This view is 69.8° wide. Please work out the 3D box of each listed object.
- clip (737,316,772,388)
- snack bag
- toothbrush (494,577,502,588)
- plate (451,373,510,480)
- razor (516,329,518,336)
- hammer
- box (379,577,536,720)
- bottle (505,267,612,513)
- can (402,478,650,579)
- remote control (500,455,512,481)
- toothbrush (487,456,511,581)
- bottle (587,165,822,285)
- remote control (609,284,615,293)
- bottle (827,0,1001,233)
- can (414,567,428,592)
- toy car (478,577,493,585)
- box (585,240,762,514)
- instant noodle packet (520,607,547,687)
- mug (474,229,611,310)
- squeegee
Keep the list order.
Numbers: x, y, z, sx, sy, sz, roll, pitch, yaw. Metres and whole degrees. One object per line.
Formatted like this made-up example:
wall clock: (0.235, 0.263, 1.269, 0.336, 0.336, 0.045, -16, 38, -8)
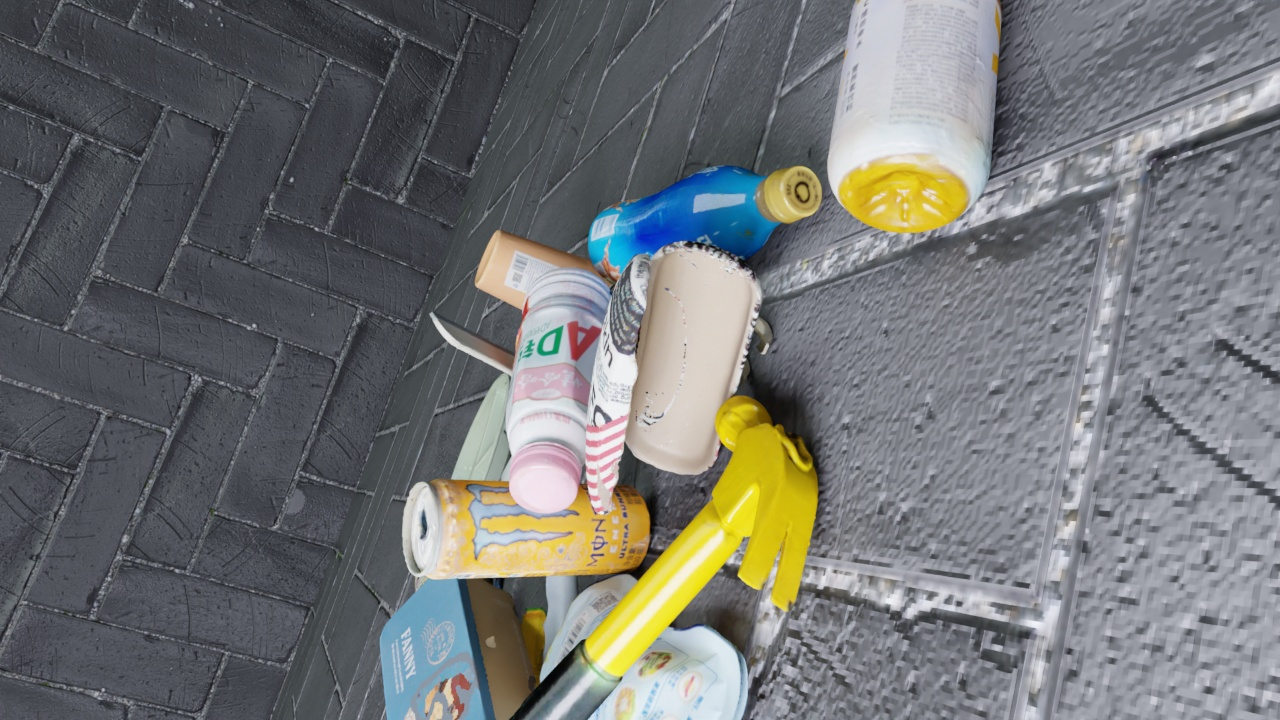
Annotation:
clip: (0.050, -0.024, 0.560, 0.035, 0.072, 0.100, -61, 25, 24)
snack bag: (-0.006, 0.179, 0.486, 0.110, 0.039, 0.191, -56, 18, -11)
toothbrush: (-0.142, 0.268, 0.812, 0.014, 0.016, 0.189, -42, 30, 39)
plate: (-0.188, 0.125, 1.069, 0.231, 0.027, 0.229, -59, 18, 31)
razor: (-0.127, 0.020, 1.034, 0.142, 0.022, 0.043, -102, 7, -53)
hammer: (-0.020, 0.151, 0.462, 0.301, 0.033, 0.128, -50, 19, 10)
box: (-0.119, 0.217, 0.606, 0.090, 0.062, 0.184, -48, 35, 8)
bottle: (-0.052, 0.015, 0.596, 0.068, 0.068, 0.196, -57, 18, 32)
can: (-0.067, 0.104, 0.566, 0.058, 0.145, 0.058, -15, 72, 56)
remote control: (-0.104, 0.082, 0.902, 0.135, 0.019, 0.056, -61, 20, 21)
toothbrush: (-0.150, 0.167, 0.944, 0.014, 0.017, 0.188, -52, 23, 45)
bottle: (0.039, -0.092, 0.613, 0.219, 0.065, 0.065, -5, 64, 60)
remote control: (-0.005, -0.061, 0.782, 0.150, 0.021, 0.058, -43, 31, 51)
bottle: (0.131, -0.151, 0.425, 0.068, 0.068, 0.189, -34, 38, 60)
can: (-0.198, 0.244, 0.927, 0.058, 0.058, 0.116, -65, 18, 9)
toy car: (-0.151, 0.252, 0.760, 0.042, 0.070, 0.157, -10, 49, 30)
box: (0.016, 0.015, 0.490, 0.075, 0.086, 0.162, -95, 10, -49)
instant noodle packet: (-0.101, 0.254, 0.668, 0.129, 0.044, 0.110, -51, 29, 41)
mug: (-0.091, -0.074, 0.877, 0.078, 0.122, 0.078, -54, 24, 37)
squeegee: (-0.059, 0.110, 0.646, 0.039, 0.246, 0.246, -12, 72, 19)
